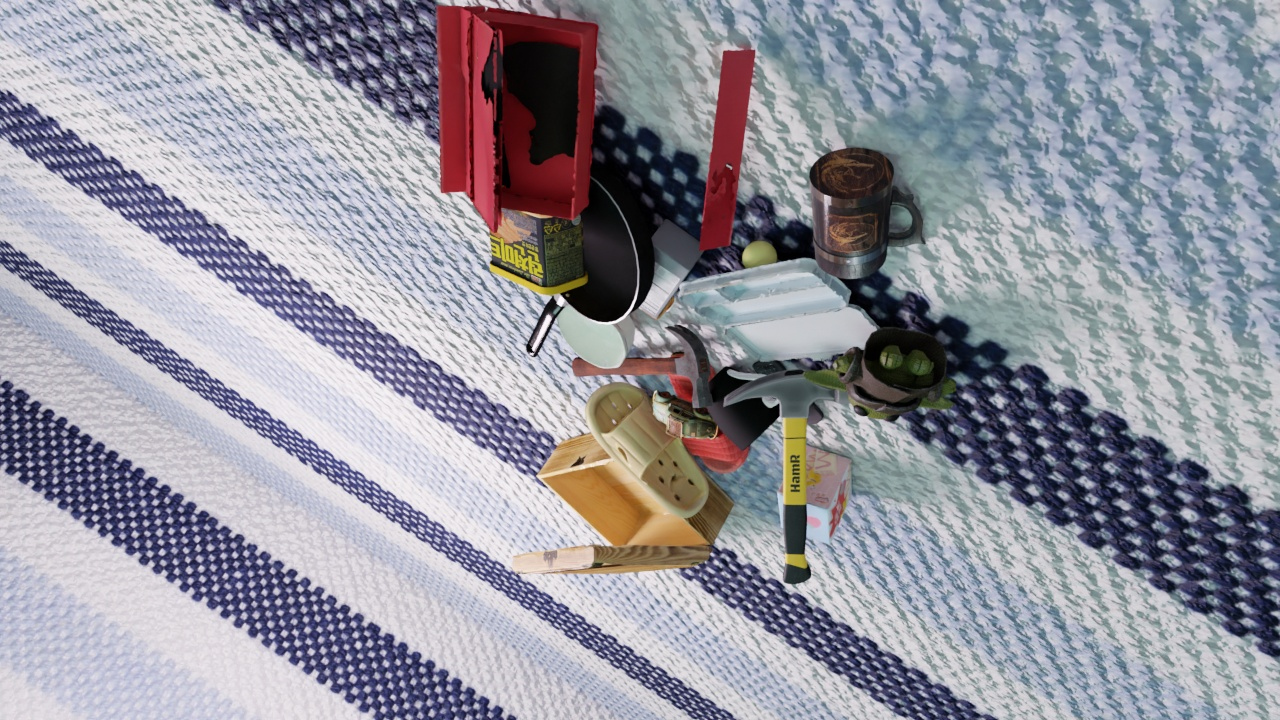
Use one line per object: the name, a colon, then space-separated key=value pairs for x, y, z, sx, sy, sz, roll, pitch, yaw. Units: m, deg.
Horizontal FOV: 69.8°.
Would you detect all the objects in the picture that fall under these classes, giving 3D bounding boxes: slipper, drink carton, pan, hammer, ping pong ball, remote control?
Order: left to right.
pan: x=-0.087 y=-0.108 z=1.201 sx=0.204 sy=0.044 sz=0.357 roll=52 pitch=144 yaw=13
hammer: x=-0.008 y=0.008 z=1.337 sx=0.301 sy=0.028 sz=0.111 roll=-1 pitch=98 yaw=52
slipper: x=0.026 y=0.137 z=1.413 sx=0.261 sy=0.111 sz=0.079 roll=51 pitch=155 yaw=-16
drink carton: x=0.025 y=-0.114 z=1.163 sx=0.076 sy=0.048 sz=0.125 roll=35 pitch=148 yaw=-1
slipper: x=0.093 y=0.094 z=1.364 sx=0.104 sy=0.059 sz=0.249 roll=10 pitch=139 yaw=33
ping pong ball: x=0.138 y=-0.119 z=1.064 sx=0.040 sy=0.040 sz=0.040 roll=23 pitch=146 yaw=17
remote control: x=0.202 y=0.044 z=1.246 sx=0.124 sy=0.009 sz=0.047 roll=47 pitch=145 yaw=-19
hammer: x=0.201 y=0.161 z=1.220 sx=0.170 sy=0.034 sz=0.325 roll=-1 pitch=114 yaw=10

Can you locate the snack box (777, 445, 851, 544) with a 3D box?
snack box: x=0.252 y=0.192 z=1.315 sx=0.079 sy=0.094 sz=0.093 roll=16 pitch=143 yaw=26

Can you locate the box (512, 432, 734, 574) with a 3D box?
box: x=-0.036 y=0.294 z=1.559 sx=0.269 sy=0.263 sz=0.280 roll=44 pitch=145 yaw=-18

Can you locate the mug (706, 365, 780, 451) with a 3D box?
mug: x=0.142 y=0.051 z=1.249 sx=0.100 sy=0.084 sz=0.119 roll=46 pitch=137 yaw=7

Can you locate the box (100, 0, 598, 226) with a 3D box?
box: x=-0.279 y=-0.266 z=0.975 sx=0.467 sy=0.138 sz=0.215 roll=3 pitch=121 yaw=-6

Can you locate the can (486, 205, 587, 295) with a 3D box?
can: x=-0.129 y=-0.151 z=1.129 sx=0.131 sy=0.072 sz=0.101 roll=26 pitch=128 yaw=41

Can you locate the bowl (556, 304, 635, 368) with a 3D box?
bowl: x=-0.054 y=-0.051 z=1.299 sx=0.117 sy=0.061 sz=0.118 roll=25 pitch=141 yaw=21

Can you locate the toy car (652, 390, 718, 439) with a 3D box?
toy car: x=0.056 y=0.084 z=1.310 sx=0.112 sy=0.047 sz=0.047 roll=22 pitch=127 yaw=29

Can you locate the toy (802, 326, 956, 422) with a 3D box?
toy: x=0.288 y=0.022 z=1.059 sx=0.179 sy=0.078 sz=0.153 roll=12 pitch=157 yaw=3

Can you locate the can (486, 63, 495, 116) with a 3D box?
can: x=-0.163 y=-0.320 z=1.073 sx=0.038 sy=0.038 sz=0.080 roll=32 pitch=147 yaw=4

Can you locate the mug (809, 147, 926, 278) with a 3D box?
mug: x=0.230 y=-0.148 z=0.924 sx=0.116 sy=0.079 sz=0.107 roll=-5 pitch=138 yaw=9

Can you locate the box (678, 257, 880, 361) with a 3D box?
box: x=0.171 y=-0.057 z=1.100 sx=0.190 sy=0.037 sz=0.210 roll=33 pitch=154 yaw=-35
